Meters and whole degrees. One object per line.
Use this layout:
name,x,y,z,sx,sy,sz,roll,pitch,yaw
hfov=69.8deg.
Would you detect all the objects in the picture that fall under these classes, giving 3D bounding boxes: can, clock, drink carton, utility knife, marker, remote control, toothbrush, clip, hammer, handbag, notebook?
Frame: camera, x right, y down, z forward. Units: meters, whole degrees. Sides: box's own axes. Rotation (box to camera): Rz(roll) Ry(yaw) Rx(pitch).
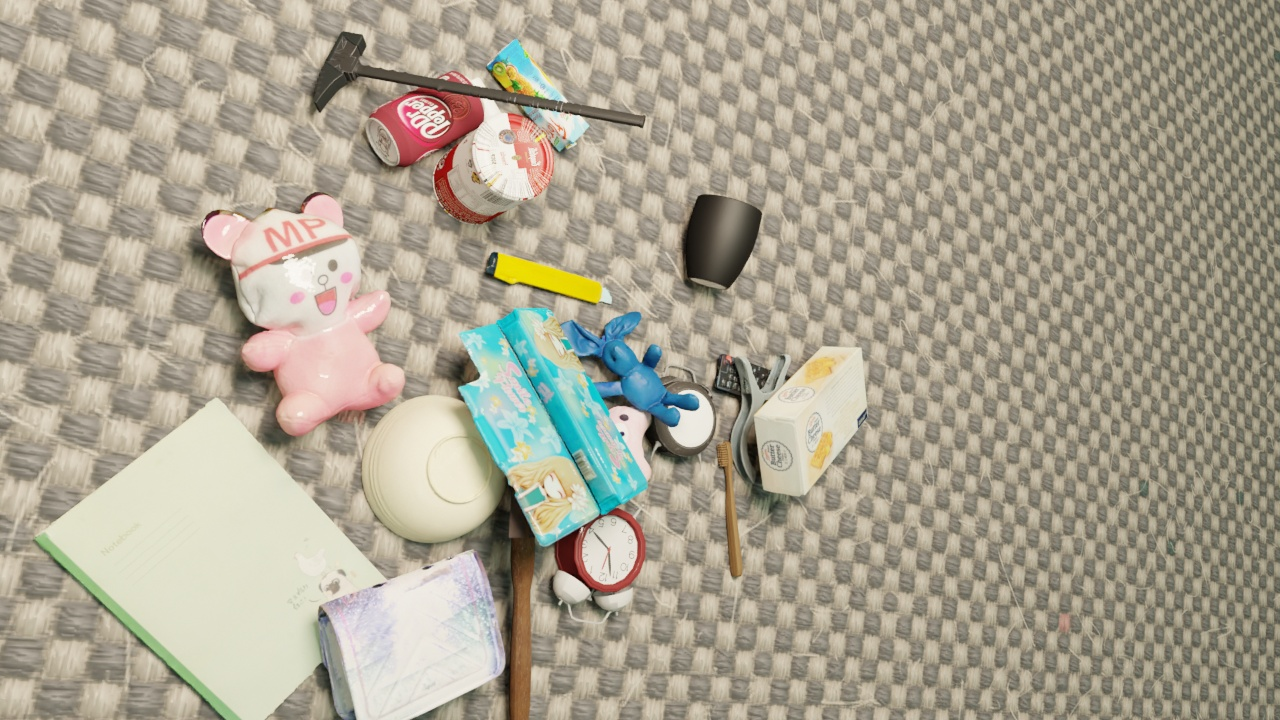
can,-0.219,-0.247,0.940,0.113,0.063,0.063,-39,105,-30
clock,-0.045,0.219,1.009,0.096,0.048,0.137,19,74,-30
drink carton,-0.113,-0.294,1.025,0.129,0.044,0.038,48,63,-18
utility knife,-0.099,-0.089,1.028,0.162,0.017,0.030,13,82,-30
can,-0.152,-0.195,0.945,0.086,0.117,0.086,4,82,-32
marker,-0.150,-0.246,1.008,0.133,0.023,0.027,59,38,-13
remote control,0.156,0.034,1.175,0.150,0.022,0.047,19,76,-28
toothbrush,0.110,0.183,1.132,0.016,0.016,0.166,-3,86,-33
clock,0.050,0.064,1.089,0.091,0.044,0.122,15,77,-30
clip,0.164,0.071,1.152,0.107,0.028,0.163,-6,100,-28
hammer,-0.156,-0.254,0.886,0.325,0.015,0.094,12,64,8
hammer,-0.121,0.265,0.937,0.033,0.115,0.323,1,93,-10
handbag,-0.218,0.264,0.878,0.158,0.069,0.126,-15,98,-35
notebook,-0.370,0.186,0.828,0.181,0.010,0.252,-45,108,-28

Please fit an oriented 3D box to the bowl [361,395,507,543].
bowl,-0.192,0.108,0.912,0.150,0.075,0.150,4,83,-32

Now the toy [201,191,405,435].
toy,-0.308,-0.046,0.850,0.141,0.084,0.213,-24,99,-34

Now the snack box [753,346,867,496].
snack box,0.216,0.069,1.139,0.207,0.058,0.104,-37,124,-47

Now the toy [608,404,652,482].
toy,-0.033,0.092,1.030,0.095,0.053,0.099,9,66,-18

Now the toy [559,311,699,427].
toy,-0.006,0.006,1.035,0.176,0.071,0.112,43,67,13

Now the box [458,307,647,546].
box,-0.090,0.055,0.924,0.227,0.056,0.184,60,27,6

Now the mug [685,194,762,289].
mug,0.104,-0.139,1.133,0.118,0.085,0.100,19,87,-60
